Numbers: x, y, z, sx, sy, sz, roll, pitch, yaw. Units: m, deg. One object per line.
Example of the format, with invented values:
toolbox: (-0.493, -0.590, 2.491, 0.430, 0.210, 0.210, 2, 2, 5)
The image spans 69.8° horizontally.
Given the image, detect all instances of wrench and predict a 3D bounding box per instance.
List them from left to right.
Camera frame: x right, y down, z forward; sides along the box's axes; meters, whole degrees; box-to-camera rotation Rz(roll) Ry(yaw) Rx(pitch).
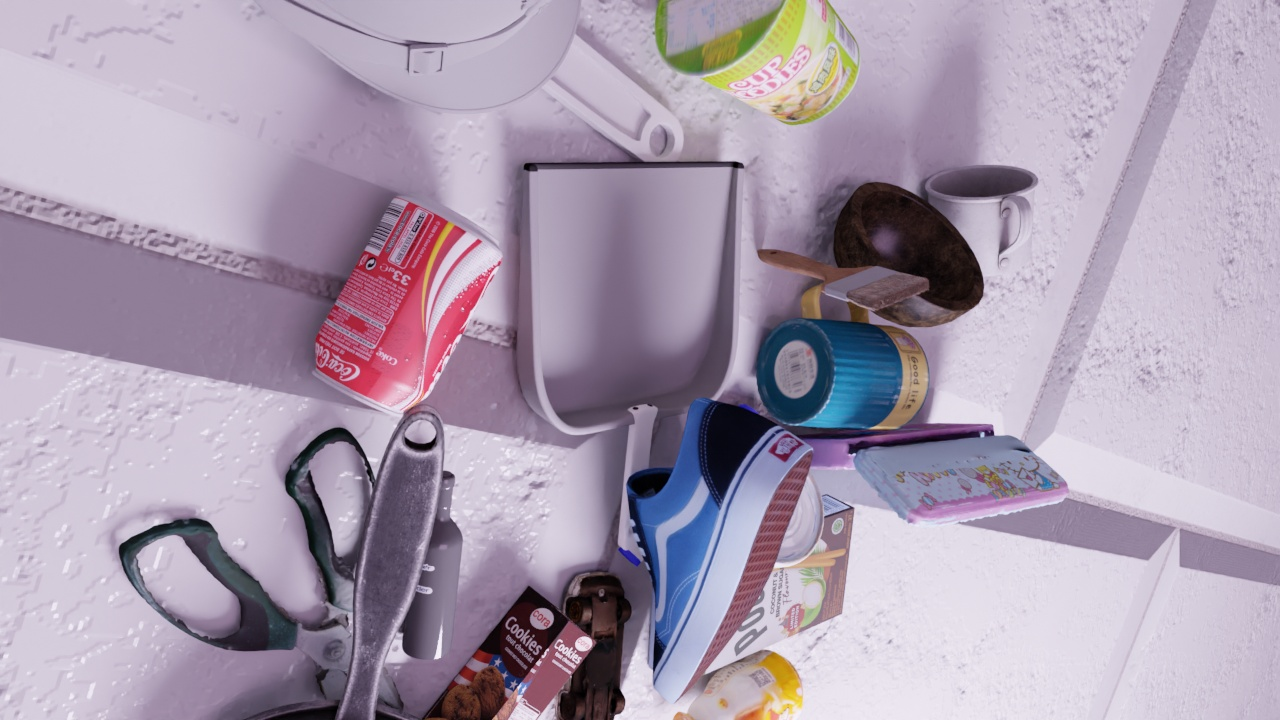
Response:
wrench: (-0.063, -0.191, 0.500, 0.273, 0.018, 0.086, 27, 86, -42)

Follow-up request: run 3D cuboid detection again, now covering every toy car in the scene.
toy car: (-0.037, 0.204, 0.641, 0.048, 0.041, 0.112, 11, 80, -40)

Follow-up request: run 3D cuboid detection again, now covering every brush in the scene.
brush: (0.121, -0.059, 0.603, 0.045, 0.143, 0.008, -20, 115, -22)

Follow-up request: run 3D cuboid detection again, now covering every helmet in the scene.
helmet: (-0.086, -0.219, 0.378, 0.183, 0.118, 0.271, -54, 132, -13)

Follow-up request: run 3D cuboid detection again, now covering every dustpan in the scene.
dustpan: (-0.004, 0.003, 0.597, 0.162, 0.033, 0.258, -9, 115, -35)

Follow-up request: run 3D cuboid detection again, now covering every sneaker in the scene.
sneaker: (0.034, 0.123, 0.611, 0.083, 0.098, 0.242, -30, 144, -46)

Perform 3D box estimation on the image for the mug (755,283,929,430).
mug: (0.149, -0.004, 0.694, 0.107, 0.083, 0.113, 3, 74, -35)

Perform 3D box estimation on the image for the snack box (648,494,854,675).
snack box: (0.092, 0.179, 0.732, 0.185, 0.032, 0.101, -10, 111, -35)

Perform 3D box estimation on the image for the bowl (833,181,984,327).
bowl: (0.191, -0.070, 0.690, 0.121, 0.121, 0.056, -6, 150, -36)

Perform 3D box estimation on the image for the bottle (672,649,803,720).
bottle: (0.078, 0.277, 0.735, 0.108, 0.063, 0.063, -16, 114, -33)

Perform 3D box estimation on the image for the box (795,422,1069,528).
box: (0.230, 0.080, 0.730, 0.213, 0.150, 0.049, -1, 109, -38)

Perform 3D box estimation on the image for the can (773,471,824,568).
can: (0.091, 0.111, 0.677, 0.086, 0.043, 0.086, 10, 70, -29)

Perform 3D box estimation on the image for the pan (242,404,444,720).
pan: (-0.157, 0.198, 0.504, 0.187, 0.055, 0.357, 13, 102, -16)

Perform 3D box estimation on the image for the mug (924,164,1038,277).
mug: (0.276, -0.108, 0.729, 0.084, 0.113, 0.070, -11, 117, -3)

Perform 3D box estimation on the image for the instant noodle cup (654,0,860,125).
instant noodle cup: (0.079, -0.197, 0.562, 0.107, 0.099, 0.099, 19, 93, -48)

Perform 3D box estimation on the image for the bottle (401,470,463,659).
bottle: (-0.123, 0.120, 0.548, 0.030, 0.030, 0.113, -1, 106, -37)

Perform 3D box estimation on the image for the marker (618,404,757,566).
marker: (0.036, 0.089, 0.668, 0.141, 0.020, 0.020, -48, 128, -14)

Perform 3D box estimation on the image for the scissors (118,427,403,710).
scissors: (-0.171, 0.129, 0.524, 0.146, 0.015, 0.210, -45, 126, -19)

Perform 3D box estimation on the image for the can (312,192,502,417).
can: (-0.121, -0.028, 0.477, 0.064, 0.064, 0.104, 31, 85, -40)

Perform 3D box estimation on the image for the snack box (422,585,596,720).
snack box: (-0.095, 0.220, 0.589, 0.140, 0.051, 0.032, -51, 128, -13)
